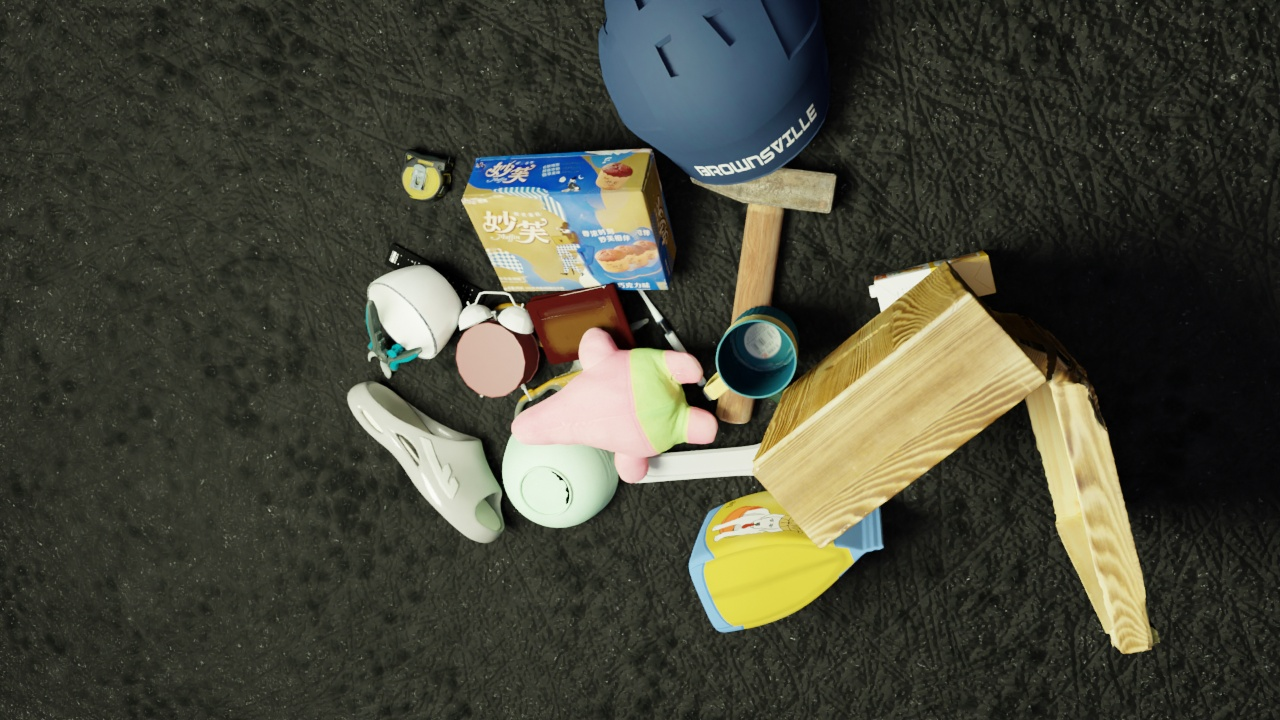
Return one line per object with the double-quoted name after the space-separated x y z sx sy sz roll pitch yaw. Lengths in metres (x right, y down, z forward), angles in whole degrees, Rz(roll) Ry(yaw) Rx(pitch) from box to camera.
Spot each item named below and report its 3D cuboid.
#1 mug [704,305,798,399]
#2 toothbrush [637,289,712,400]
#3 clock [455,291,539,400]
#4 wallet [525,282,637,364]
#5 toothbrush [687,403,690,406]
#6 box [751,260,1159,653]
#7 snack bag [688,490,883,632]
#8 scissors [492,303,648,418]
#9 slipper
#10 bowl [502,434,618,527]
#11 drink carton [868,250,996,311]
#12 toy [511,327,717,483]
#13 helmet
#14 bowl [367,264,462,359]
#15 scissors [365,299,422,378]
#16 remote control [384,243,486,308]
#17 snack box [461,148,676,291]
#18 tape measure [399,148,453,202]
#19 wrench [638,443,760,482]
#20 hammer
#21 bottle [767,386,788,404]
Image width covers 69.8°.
0.117 -0.003 0.989 0.114 0.107 0.083 -41 94 18 "mug"
0.034 -0.030 1.093 0.012 0.017 0.187 -33 92 22 "toothbrush"
-0.173 -0.016 1.118 0.096 0.048 0.138 3 104 18 "clock"
-0.068 -0.041 1.080 0.116 0.018 0.091 -8 118 25 "wallet"
-0.007 0.006 1.101 0.190 0.017 0.016 43 112 -1 "toothbrush"
0.324 0.088 0.841 0.284 0.278 0.323 -44 87 19 "box"
0.172 0.207 1.033 0.205 0.158 0.102 -21 97 17 "snack bag"
-0.093 -0.010 1.133 0.226 0.016 0.216 -35 91 19 "scissors"
-0.255 0.110 1.165 0.081 0.113 0.266 -45 82 8 "slipper"
-0.107 0.146 1.132 0.151 0.076 0.151 4 110 11 "bowl"
0.310 -0.081 0.984 0.123 0.058 0.040 -13 98 17 "drink carton"
-0.035 0.058 1.058 0.237 0.096 0.192 -12 102 9 "toy"
0.062 -0.337 0.936 0.233 0.223 0.272 -25 57 17 "helmet"
-0.271 -0.066 1.125 0.116 0.065 0.116 29 145 23 "bowl"
-0.320 -0.023 1.147 0.154 0.019 0.124 2 129 45 "scissors"
-0.260 -0.104 1.161 0.140 0.009 0.030 28 108 8 "remote control"
-0.075 -0.152 1.027 0.203 0.069 0.155 1 143 15 "snack box"
-0.264 -0.224 1.123 0.062 0.034 0.061 14 107 13 "tape measure"
0.099 0.130 1.088 0.274 0.018 0.087 -9 117 28 "wrench"
0.121 -0.072 1.050 0.158 0.037 0.301 10 104 13 "hammer"
0.210 0.070 1.040 0.174 0.055 0.055 32 108 2 "bottle"
